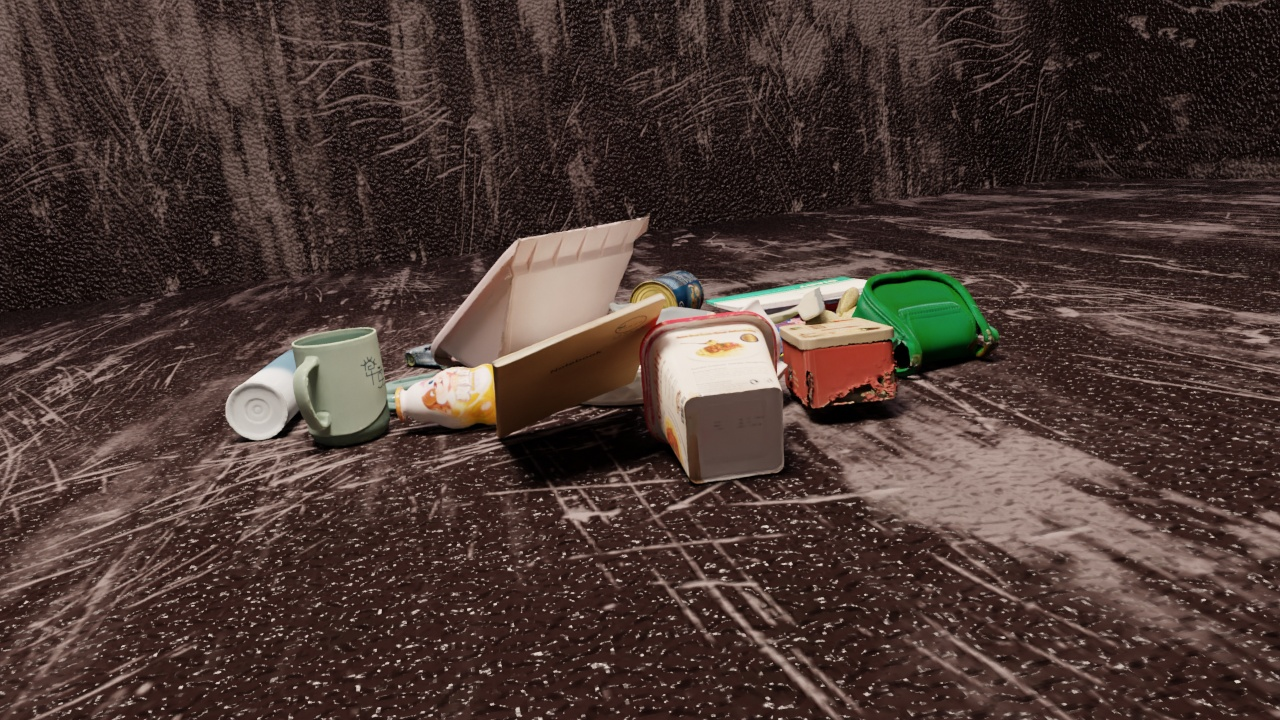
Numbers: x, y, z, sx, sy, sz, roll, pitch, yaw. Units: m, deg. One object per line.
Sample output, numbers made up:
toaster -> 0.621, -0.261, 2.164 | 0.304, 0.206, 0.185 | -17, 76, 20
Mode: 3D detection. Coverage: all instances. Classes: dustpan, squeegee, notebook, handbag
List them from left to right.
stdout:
dustpan -> -0.143, -0.079, 1.108 | 0.139, 0.274, 0.222 | 36, 31, 28
notebook -> -0.059, 0.011, 0.803 | 0.147, 0.008, 0.208 | -23, -15, -15
squeegee -> 0.085, -0.052, 1.056 | 0.247, 0.039, 0.246 | -1, 9, 10
notebook -> 0.207, -0.088, 1.228 | 0.209, 0.012, 0.150 | -10, 10, -12
handbag -> 0.298, -0.038, 0.975 | 0.131, 0.068, 0.120 | -10, 40, -25

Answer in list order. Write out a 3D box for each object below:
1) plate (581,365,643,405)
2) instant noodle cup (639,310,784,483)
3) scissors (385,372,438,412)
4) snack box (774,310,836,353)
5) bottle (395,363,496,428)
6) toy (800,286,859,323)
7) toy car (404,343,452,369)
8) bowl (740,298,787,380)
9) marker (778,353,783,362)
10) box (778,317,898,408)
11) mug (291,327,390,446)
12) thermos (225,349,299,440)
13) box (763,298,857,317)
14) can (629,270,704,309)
plate -> -0.006, 0.006, 1.021 | 0.205, 0.045, 0.204 | -5, 12, 1
instant noodle cup -> 0.064, 0.033, 0.744 | 0.116, 0.116, 0.124 | -7, 25, -5
scissors -> -0.282, 0.037, 1.081 | 0.174, 0.019, 0.177 | -4, 14, 16
snack box -> 0.222, -0.038, 1.144 | 0.157, 0.026, 0.084 | -9, 13, -12
bottle -> -0.190, 0.039, 0.925 | 0.108, 0.063, 0.063 | -7, 13, 0
toy -> 0.266, -0.038, 1.067 | 0.157, 0.066, 0.105 | -3, 55, -3
toy car -> -0.272, -0.011, 1.251 | 0.121, 0.037, 0.054 | 0, 14, 39
bowl -> 0.103, 0.006, 0.890 | 0.065, 0.118, 0.118 | 38, 26, 11
marker -> 0.157, 0.005, 1.019 | 0.018, 0.015, 0.123 | 0, 17, 29
box -> 0.189, 0.006, 0.882 | 0.091, 0.079, 0.168 | -7, 7, 2
mug -> -0.304, 0.030, 0.916 | 0.082, 0.106, 0.111 | -2, 13, 16
thermos -> -0.415, 0.033, 1.064 | 0.070, 0.070, 0.220 | -8, 12, -6
box -> 0.248, -0.073, 1.239 | 0.201, 0.048, 0.087 | -8, 13, -4
can -> 0.040, -0.088, 1.345 | 0.075, 0.075, 0.111 | 0, 14, 25
